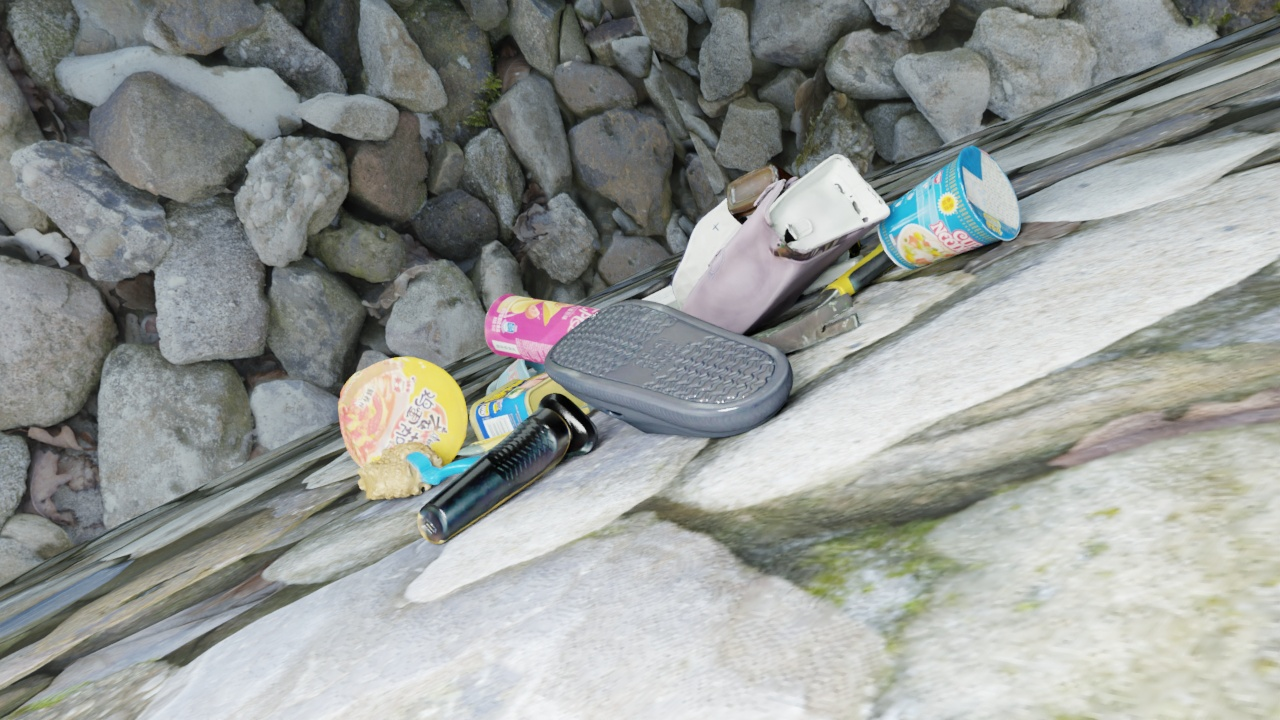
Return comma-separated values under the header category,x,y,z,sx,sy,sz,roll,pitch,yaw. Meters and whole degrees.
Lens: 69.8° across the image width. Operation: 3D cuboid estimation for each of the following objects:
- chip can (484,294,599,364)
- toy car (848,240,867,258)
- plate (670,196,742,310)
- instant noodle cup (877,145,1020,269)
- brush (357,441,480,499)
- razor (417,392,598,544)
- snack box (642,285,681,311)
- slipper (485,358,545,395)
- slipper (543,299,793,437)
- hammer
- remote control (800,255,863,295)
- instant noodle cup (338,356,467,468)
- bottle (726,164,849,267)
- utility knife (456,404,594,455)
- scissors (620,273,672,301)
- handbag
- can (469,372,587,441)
category,x,y,z,sx,sy,sz,roll,pitch,yaw
chip can,-0.063,-0.023,0.952,0.211,0.071,0.071,12,28,34
toy car,0.223,-0.127,1.173,0.155,0.041,0.071,-26,1,-35
plate,0.127,-0.132,1.137,0.204,0.045,0.205,-37,-30,-25
instant noodle cup,0.300,-0.142,0.909,0.099,0.099,0.110,-31,2,-42
brush,-0.193,0.106,0.894,0.255,0.046,0.083,-9,15,46
razor,-0.107,0.089,0.736,0.167,0.062,0.068,-37,-16,-37
snack box,0.032,-0.058,1.197,0.156,0.027,0.085,-27,-32,-20
slipper,-0.113,0.010,1.172,0.246,0.074,0.103,-16,12,39
slipper,0.018,0.022,0.729,0.110,0.083,0.268,-37,30,-24
hammer,0.201,-0.069,0.912,0.126,0.032,0.322,-17,10,41
remote control,0.193,-0.087,1.083,0.150,0.021,0.058,-22,2,24
instant noodle cup,-0.272,0.071,1.054,0.137,0.138,0.110,-27,1,-18
bottle,0.177,-0.155,1.046,0.080,0.044,0.194,-20,-30,34
utility knife,-0.087,0.062,0.906,0.210,0.022,0.031,-12,10,-43
scissors,-0.020,-0.074,1.315,0.234,0.021,0.142,-29,-4,-12
handbag,0.135,-0.105,0.936,0.144,0.098,0.198,-38,-7,-33
can,-0.117,0.050,0.982,0.083,0.057,0.101,-16,11,35
